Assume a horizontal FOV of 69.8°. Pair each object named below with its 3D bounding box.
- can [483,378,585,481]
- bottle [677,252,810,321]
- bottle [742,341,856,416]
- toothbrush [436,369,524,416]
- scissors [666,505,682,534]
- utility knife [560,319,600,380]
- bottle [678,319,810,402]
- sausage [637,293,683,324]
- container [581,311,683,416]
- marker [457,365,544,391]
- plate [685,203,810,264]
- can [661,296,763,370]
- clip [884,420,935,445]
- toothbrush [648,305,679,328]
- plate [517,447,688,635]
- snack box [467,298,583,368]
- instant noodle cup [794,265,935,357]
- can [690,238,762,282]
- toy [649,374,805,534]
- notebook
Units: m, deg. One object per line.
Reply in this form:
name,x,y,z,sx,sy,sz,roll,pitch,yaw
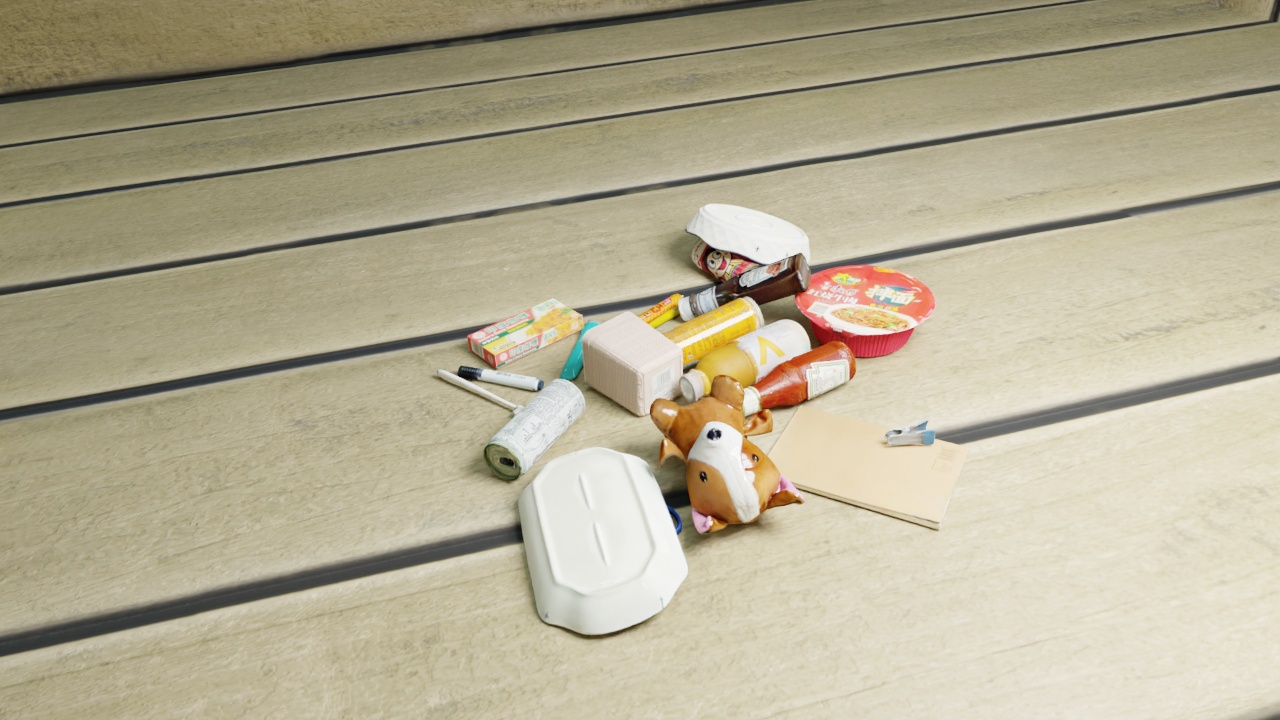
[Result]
can,-0.129,0.083,1.131,0.058,0.058,0.146,14,38,25
bottle,0.148,-0.100,1.330,0.195,0.044,0.079,-17,25,25
bottle,0.182,0.033,1.173,0.205,0.060,0.060,-21,37,-23
toothbrush,-0.216,0.045,1.238,0.180,0.016,0.016,22,47,33
scissors,-0.029,0.164,1.042,0.174,0.012,0.124,13,38,28
utility knife,-0.085,-0.016,1.319,0.029,0.013,0.150,3,36,16
bottle,0.137,0.004,1.210,0.189,0.068,0.068,-23,38,-25
sausage,0.010,-0.062,1.367,0.021,0.021,0.164,25,43,36
container,-0.007,0.007,1.209,0.090,0.090,0.111,-28,44,-31
marker,-0.194,0.025,1.264,0.131,0.018,0.022,10,45,21
plate,0.179,-0.206,1.483,0.205,0.046,0.204,14,21,-6
can,0.094,-0.035,1.255,0.145,0.058,0.058,-25,38,-17
clip,0.317,0.089,1.088,0.058,0.027,0.045,-10,39,-4
toothbrush,0.019,-0.048,1.351,0.017,0.016,0.189,29,45,33
plate,-0.049,0.176,0.985,0.162,0.034,0.265,-16,35,-4
snack box,-0.168,-0.041,1.351,0.155,0.027,0.077,-27,39,-31
instant noodle cup,0.313,-0.064,1.296,0.194,0.066,0.193,-2,33,1
can,0.138,-0.151,1.458,0.053,0.053,0.133,-22,38,-25
toy,0.091,0.104,1.026,0.140,0.130,0.199,-22,44,3
notebook,0.263,0.118,1.077,0.212,0.012,0.149,14,36,26
